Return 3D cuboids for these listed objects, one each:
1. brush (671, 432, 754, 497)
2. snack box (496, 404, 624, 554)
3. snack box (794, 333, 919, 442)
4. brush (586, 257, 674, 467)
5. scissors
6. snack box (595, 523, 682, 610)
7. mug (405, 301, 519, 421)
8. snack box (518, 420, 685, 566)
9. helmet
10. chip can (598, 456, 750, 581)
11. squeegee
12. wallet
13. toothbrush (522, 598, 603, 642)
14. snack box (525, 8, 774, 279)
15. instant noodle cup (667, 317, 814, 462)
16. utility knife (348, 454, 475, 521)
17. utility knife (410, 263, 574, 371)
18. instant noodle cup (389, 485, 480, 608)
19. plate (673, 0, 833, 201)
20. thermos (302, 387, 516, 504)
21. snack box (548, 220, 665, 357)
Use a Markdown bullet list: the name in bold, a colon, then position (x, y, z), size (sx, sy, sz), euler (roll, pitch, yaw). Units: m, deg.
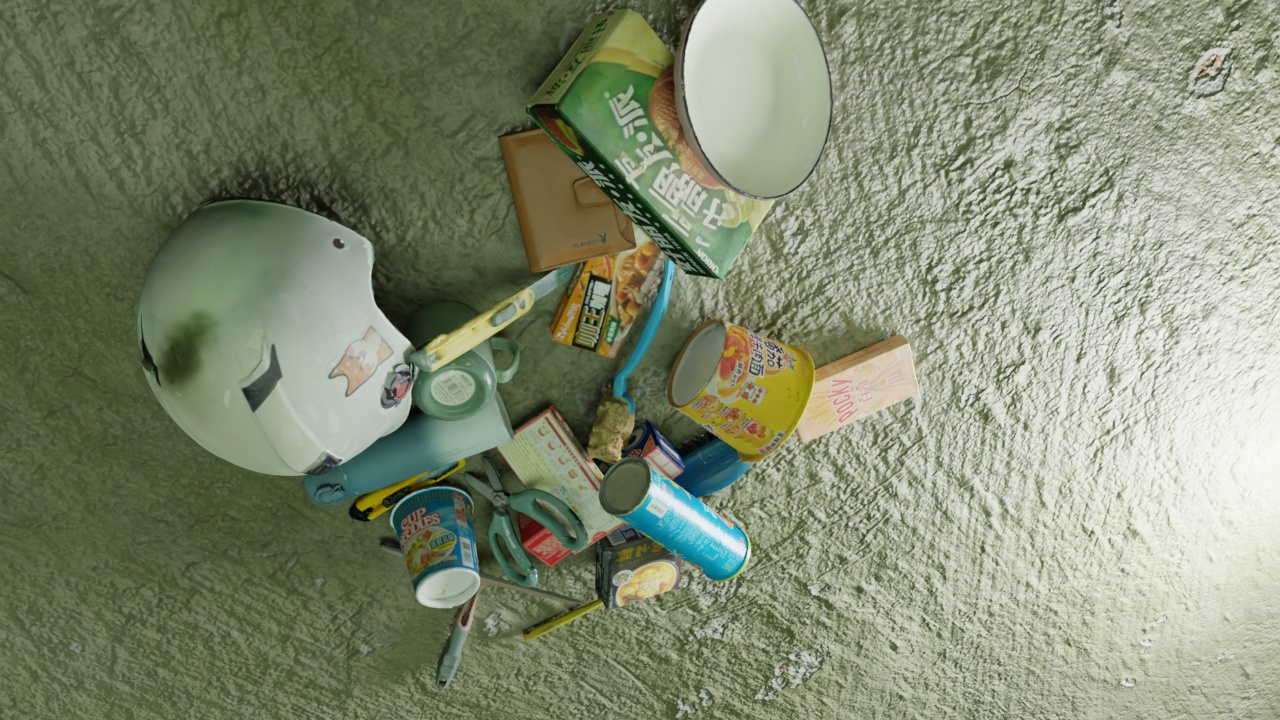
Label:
- **brush**: position (0.088, 0.123, 1.088), size (0.144, 0.073, 0.055), euler (-29, 118, 7)
- **snack box**: position (-0.087, 0.135, 1.032), size (0.077, 0.027, 0.156), euler (-33, 97, 11)
- **snack box**: position (0.253, 0.034, 1.102), size (0.157, 0.026, 0.084), euler (-24, 126, 1)
- **brush**: position (-0.006, 0.006, 0.991), size (0.046, 0.083, 0.255), euler (24, 111, 9)
- **scissors**: position (-0.124, 0.182, 1.031), size (0.181, 0.019, 0.170), euler (-7, 107, 36)
- **snack box**: position (0.007, 0.239, 1.142), size (0.125, 0.053, 0.113), euler (-13, 128, -21)
- **mug**: position (-0.174, 0.002, 0.912), size (0.111, 0.106, 0.082), euler (-1, 123, -16)
- **snack box**: position (-0.048, 0.158, 1.085), size (0.208, 0.057, 0.058), euler (-37, 123, 11)
- **helmet**: position (-0.328, 0.004, 0.794), size (0.230, 0.156, 0.274), euler (8, 126, 15)
- **chip can**: position (0.043, 0.183, 1.043), size (0.071, 0.071, 0.210), euler (-39, 131, 12)
- **squeegee**: position (-0.227, 0.336, 1.169), size (0.247, 0.040, 0.250), euler (18, 124, -8)
- **wallet**: position (-0.067, -0.157, 0.861), size (0.108, 0.031, 0.132), euler (-13, 110, -6)
- **toothbrush**: position (-0.072, 0.326, 1.219), size (0.190, 0.015, 0.016), euler (-27, 122, 4)
- **snack box**: position (0.019, -0.190, 0.836), size (0.240, 0.063, 0.114), euler (42, 76, -34)
- **instant noodle cup**: position (0.103, 0.025, 0.994), size (0.109, 0.138, 0.138), euler (27, 113, -21)
- **utility knife**: position (-0.256, 0.138, 1.038), size (0.171, 0.015, 0.033), euler (-30, 129, 6)
- **utility knife**: position (-0.135, -0.045, 0.877), size (0.211, 0.022, 0.031), euler (-42, 139, -40)
- **instant noodle cup**: position (-0.224, 0.213, 1.032), size (0.099, 0.109, 0.099), euler (-13, 135, -14)
- **plate**: position (0.097, -0.238, 0.819), size (0.192, 0.039, 0.192), euler (-3, 95, -39)
- **thermos**: position (-0.247, 0.094, 0.979), size (0.220, 0.070, 0.070), euler (-20, 126, -2)
- **snack box**: position (-0.031, -0.079, 0.946), size (0.075, 0.026, 0.154), euler (16, 118, -24)
